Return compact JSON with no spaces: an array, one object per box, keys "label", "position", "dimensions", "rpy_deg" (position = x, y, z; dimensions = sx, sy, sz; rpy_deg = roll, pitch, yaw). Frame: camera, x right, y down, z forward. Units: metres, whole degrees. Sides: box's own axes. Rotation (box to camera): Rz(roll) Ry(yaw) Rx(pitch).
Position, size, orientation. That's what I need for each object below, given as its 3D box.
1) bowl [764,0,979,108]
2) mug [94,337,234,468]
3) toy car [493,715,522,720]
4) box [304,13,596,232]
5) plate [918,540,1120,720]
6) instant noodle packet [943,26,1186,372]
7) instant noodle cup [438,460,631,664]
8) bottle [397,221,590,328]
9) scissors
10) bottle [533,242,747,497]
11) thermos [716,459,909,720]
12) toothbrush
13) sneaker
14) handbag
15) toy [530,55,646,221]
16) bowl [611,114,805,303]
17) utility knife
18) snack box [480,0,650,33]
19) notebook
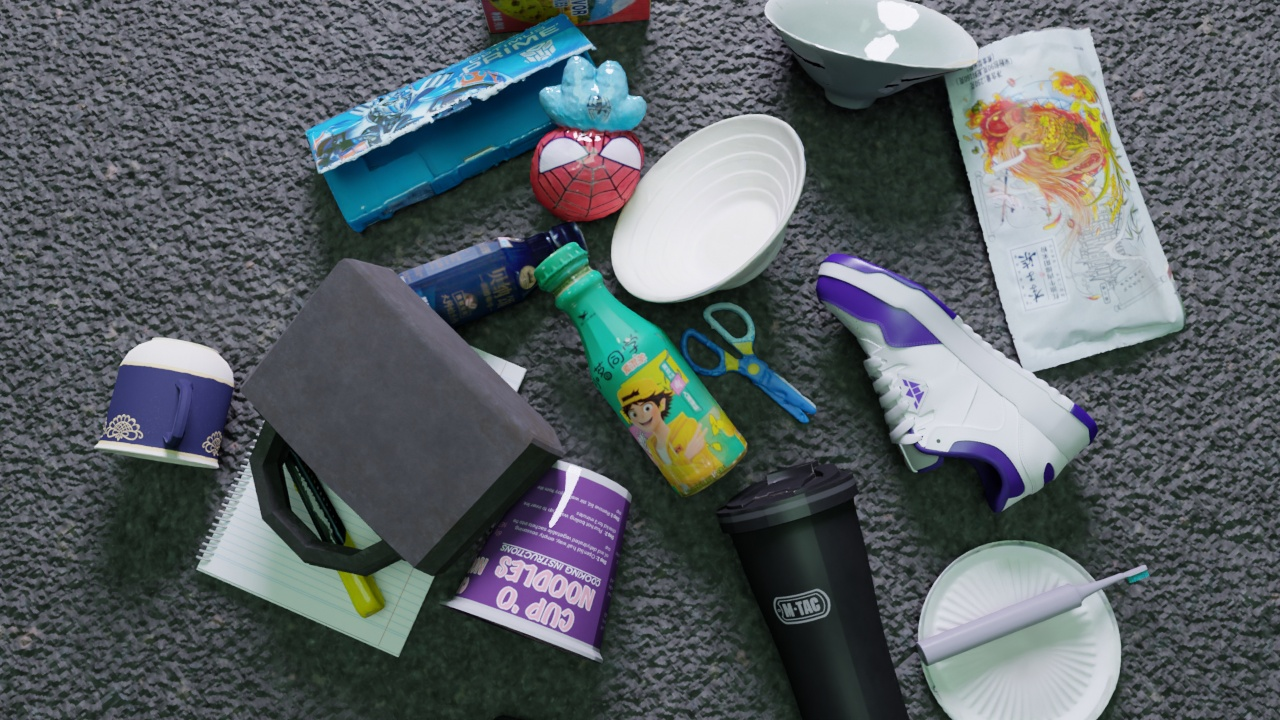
[{"label":"bowl","position":[0.183,-0.248,0.763],"dimensions":[0.174,0.068,0.173],"rpy_deg":[6,39,-5]},{"label":"mug","position":[-0.355,0.031,0.698],"dimensions":[0.085,0.112,0.089],"rpy_deg":[16,75,-33]},{"label":"toy car","position":[-0.028,0.333,0.666],"dimensions":[0.192,0.094,0.071],"rpy_deg":[12,110,0]},{"label":"box","position":[-0.151,-0.207,0.750],"dimensions":[0.243,0.085,0.091],"rpy_deg":[-27,80,-5]},{"label":"plate","position":[0.293,0.219,0.713],"dimensions":[0.157,0.014,0.157],"rpy_deg":[0,80,0]},{"label":"instant noodle packet","position":[0.348,-0.137,0.759],"dimensions":[0.147,0.057,0.269],"rpy_deg":[-15,85,-2]},{"label":"instant noodle cup","position":[-0.071,0.143,0.685],"dimensions":[0.137,0.122,0.121],"rpy_deg":[9,68,29]},{"label":"bottle","position":[-0.120,-0.067,0.739],"dimensions":[0.160,0.056,0.056],"rpy_deg":[-22,81,-11]},{"label":"scissors","position":[0.089,0.011,0.751],"dimensions":[0.070,0.022,0.130],"rpy_deg":[-44,86,-9]},{"label":"bottle","position":[-0.004,0.004,0.707],"dimensions":[0.068,0.068,0.209],"rpy_deg":[-37,91,-6]},{"label":"thermos","position":[0.135,0.190,0.679],"dimensions":[0.106,0.106,0.218],"rpy_deg":[-17,86,-3]},{"label":"toothbrush","position":[0.301,0.191,0.700],"dimensions":[0.188,0.018,0.019],"rpy_deg":[-20,82,-3]},{"label":"sneaker","position":[0.220,0.023,0.716],"dimensions":[0.244,0.092,0.111],"rpy_deg":[38,91,6]},{"label":"handbag","position":[-0.191,0.066,0.669],"dimensions":[0.197,0.102,0.199],"rpy_deg":[45,95,4]},{"label":"toy","position":[-0.041,-0.174,0.738],"dimensions":[0.092,0.062,0.133],"rpy_deg":[-1,120,-15]},{"label":"bowl","position":[0.064,-0.107,0.726],"dimensions":[0.177,0.058,0.176],"rpy_deg":[-24,47,28]},{"label":"utility knife","position":[-0.249,0.113,0.711],"dimensions":[0.020,0.029,0.187],"rpy_deg":[-29,82,-7]},{"label":"snack box","position":[-0.063,-0.324,0.742],"dimensions":[0.145,0.143,0.040],"rpy_deg":[-5,80,-1]},{"label":"notebook","position":[-0.223,0.085,0.737],"dimensions":[0.178,0.013,0.245],"rpy_deg":[23,81,2]}]
